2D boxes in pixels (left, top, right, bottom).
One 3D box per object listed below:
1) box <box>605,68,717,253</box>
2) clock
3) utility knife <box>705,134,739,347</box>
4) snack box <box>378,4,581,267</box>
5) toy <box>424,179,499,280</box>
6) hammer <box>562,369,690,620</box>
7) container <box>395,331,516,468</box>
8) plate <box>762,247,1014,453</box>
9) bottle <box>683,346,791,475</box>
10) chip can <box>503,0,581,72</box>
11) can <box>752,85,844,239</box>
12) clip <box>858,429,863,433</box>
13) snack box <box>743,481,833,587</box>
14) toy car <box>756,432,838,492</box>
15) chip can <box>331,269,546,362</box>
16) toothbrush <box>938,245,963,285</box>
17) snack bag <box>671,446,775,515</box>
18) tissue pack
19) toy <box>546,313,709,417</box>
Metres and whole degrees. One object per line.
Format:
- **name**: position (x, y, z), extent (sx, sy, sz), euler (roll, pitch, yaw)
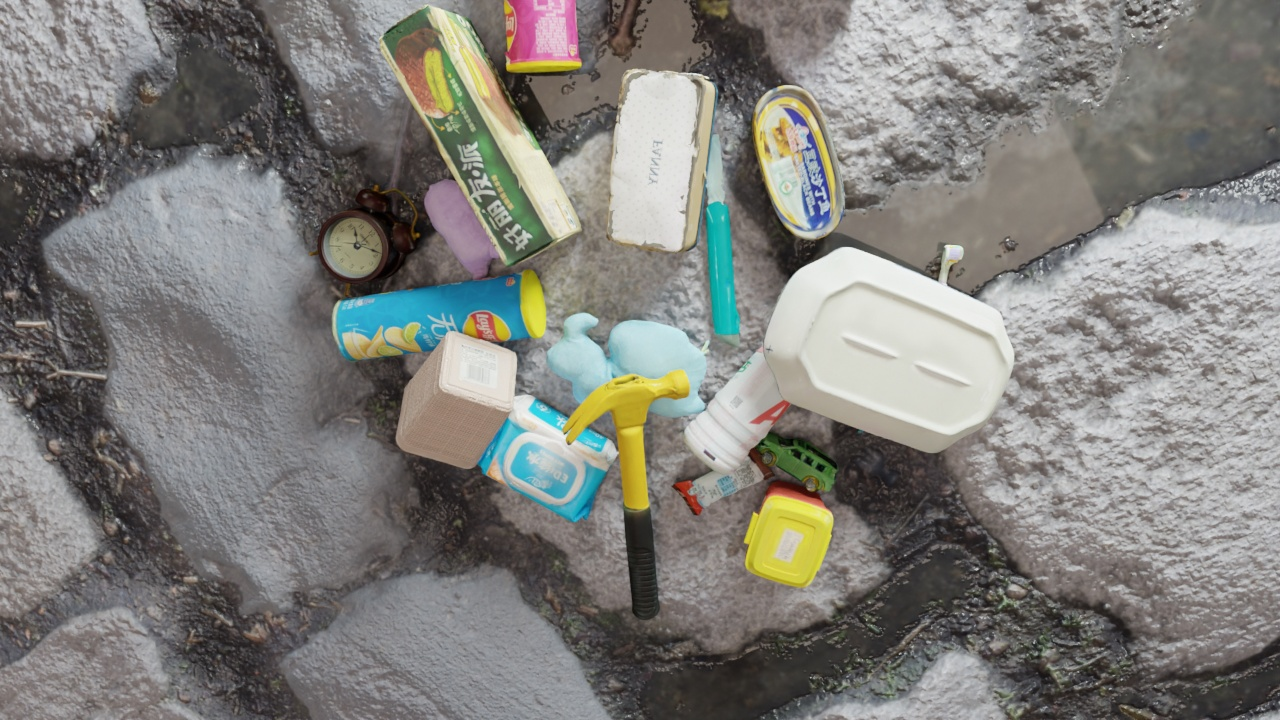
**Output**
- **box**: position (0.019, -0.185, 0.889), extent (0.090, 0.061, 0.184), euler (13, 108, 14)
- **clock**: position (-0.280, -0.128, 0.952), extent (0.122, 0.055, 0.082), euler (-38, 96, 14)
- **utility knife**: position (0.081, -0.118, 0.925), extent (0.029, 0.013, 0.216), euler (-1, 106, 16)
- **snack box**: position (-0.147, -0.212, 0.880), extent (0.063, 0.114, 0.240), euler (-27, 99, 14)
- **toy**: position (-0.181, -0.137, 0.940), extent (0.084, 0.038, 0.108), euler (-31, 95, 44)
- **hammer**: position (-0.005, 0.150, 0.960), extent (0.128, 0.033, 0.301), euler (-11, 119, -11)
- **container**: position (-0.183, 0.038, 0.935), extent (0.090, 0.089, 0.111), euler (20, 135, -24)
- **plate**: position (0.247, -0.003, 0.878), extent (0.265, 0.034, 0.162), euler (21, 98, -16)
- **bottle**: position (0.128, 0.025, 0.926), extent (0.068, 0.068, 0.197), euler (40, 101, -3)
- **chip can**: position (-0.096, -0.380, 0.853), extent (0.071, 0.071, 0.211), euler (-1, 104, 8)
- **can**: position (0.151, -0.189, 0.878), extent (0.075, 0.049, 0.148), euler (-16, 101, 11)
- **clip**: position (0.239, 0.050, 0.948), extent (0.042, 0.014, 0.056), euler (42, 108, -4)
- **snack box**: position (0.152, 0.176, 0.958), extent (0.082, 0.080, 0.091), euler (17, 106, 2)
- **toy car**: position (0.163, 0.103, 0.957), extent (0.091, 0.043, 0.036), euler (27, 109, -1)
- **chip can**: position (-0.208, -0.045, 0.955), extent (0.210, 0.071, 0.071), euler (-7, 103, 10)
- **toothbrush**: position (0.294, -0.021, 0.918), extent (0.020, 0.029, 0.190), euler (24, 114, 45)
- **snack bag**: position (0.088, 0.129, 0.982), extent (0.104, 0.026, 0.048), euler (-32, 105, 14)
- **tissue pack**: position (-0.100, 0.105, 0.983), extent (0.140, 0.063, 0.090), euler (29, 106, -1)
- **toy**: position (-0.006, 0.006, 0.949), extent (0.156, 0.049, 0.161), euler (-30, 108, 22)
